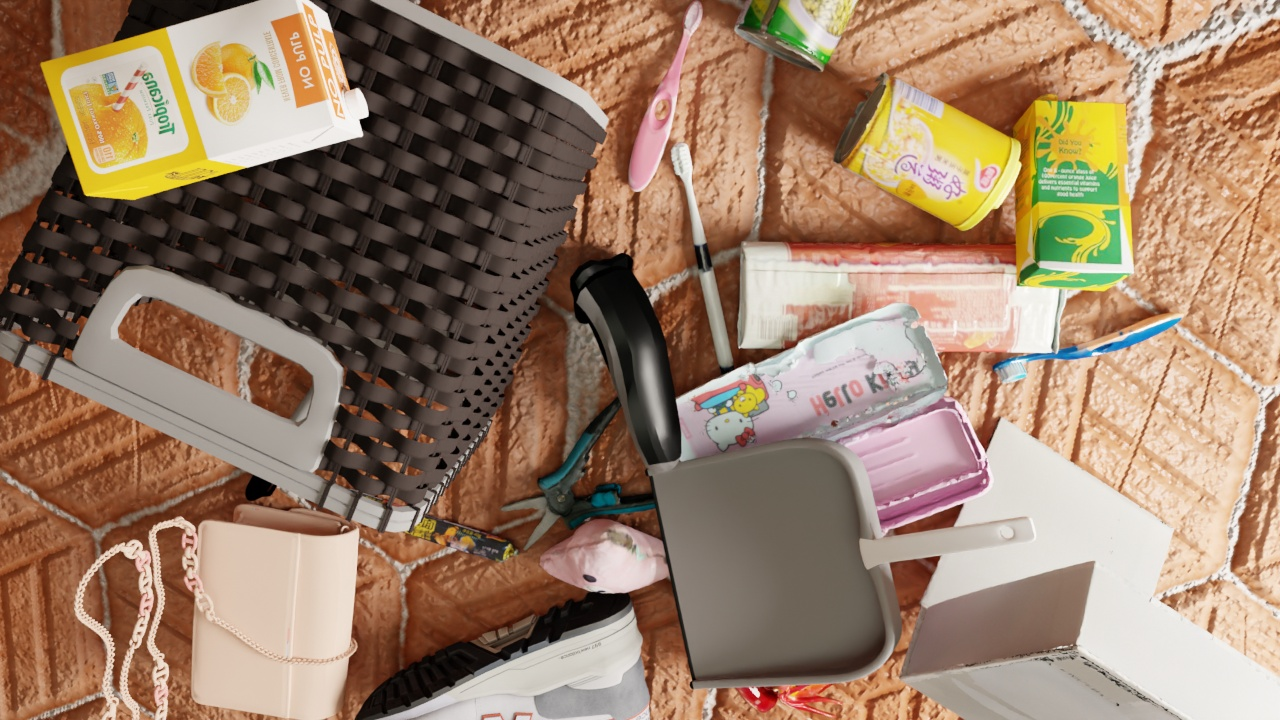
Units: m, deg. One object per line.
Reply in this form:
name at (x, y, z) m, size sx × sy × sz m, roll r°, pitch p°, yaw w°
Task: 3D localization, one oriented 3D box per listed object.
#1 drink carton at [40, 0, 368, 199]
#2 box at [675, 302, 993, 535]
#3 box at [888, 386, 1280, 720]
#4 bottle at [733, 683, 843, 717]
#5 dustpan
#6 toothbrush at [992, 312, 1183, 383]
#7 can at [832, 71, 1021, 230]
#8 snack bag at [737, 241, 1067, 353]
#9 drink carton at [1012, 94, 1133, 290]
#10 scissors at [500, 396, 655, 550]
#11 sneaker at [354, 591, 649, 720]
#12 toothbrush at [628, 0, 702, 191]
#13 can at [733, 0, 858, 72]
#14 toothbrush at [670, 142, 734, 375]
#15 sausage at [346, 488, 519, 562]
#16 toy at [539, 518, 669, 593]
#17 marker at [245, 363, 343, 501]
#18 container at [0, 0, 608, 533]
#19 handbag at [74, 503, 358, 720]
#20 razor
drink carton at (-0.191, -0.118, 0.413) m, size 0.122 × 0.040 × 0.058 m, roll -15°, pitch 97°, yaw 3°
box at (0.130, 0.060, 0.661) m, size 0.202 × 0.041 × 0.153 m, roll -24°, pitch 93°, yaw 21°
box at (0.294, 0.152, 0.691) m, size 0.167 × 0.445 × 0.165 m, roll 33°, pitch 110°, yaw -4°
bottle at (0.118, 0.209, 0.686) m, size 0.111 × 0.099 × 0.099 m, roll -40°, pitch 98°, yaw 9°
dustpan at (0.127, 0.130, 0.613) m, size 0.258 × 0.033 × 0.163 m, roll -15°, pitch 83°, yaw 26°
toothbrush at (0.322, -0.009, 0.659) m, size 0.135 × 0.021 × 0.017 m, roll -17°, pitch 61°, yaw 8°
can at (0.191, -0.138, 0.611) m, size 0.105 × 0.067 × 0.068 m, roll 27°, pitch 104°, yaw -3°
snack bag at (0.181, -0.046, 0.649) m, size 0.225 × 0.041 × 0.077 m, roll 1°, pitch 104°, yaw 2°
drink carton at (0.283, -0.111, 0.604) m, size 0.058 × 0.041 × 0.122 m, roll 3°, pitch 79°, yaw 3°
scissors at (-0.040, 0.087, 0.705) m, size 0.148 × 0.019 × 0.118 m, roll -6°, pitch 104°, yaw 7°
sneaker at (-0.096, 0.280, 0.719) m, size 0.240 × 0.088 × 0.124 m, roll -24°, pitch 98°, yaw 6°
toothbrush at (0.017, -0.182, 0.637) m, size 0.021 × 0.016 × 0.135 m, roll 19°, pitch 104°, yaw -1°
can at (0.115, -0.255, 0.587) m, size 0.067 × 0.067 × 0.121 m, roll 24°, pitch 104°, yaw -3°
toothbrush at (0.046, -0.064, 0.664) m, size 0.012 × 0.017 × 0.187 m, roll -7°, pitch 104°, yaw 26°
sausage at (-0.170, 0.131, 0.723) m, size 0.155 × 0.020 × 0.020 m, roll 18°, pitch 104°, yaw -1°
toy at (-0.031, 0.150, 0.697) m, size 0.096 × 0.099 × 0.052 m, roll -16°, pitch 60°, yaw 28°
marker at (-0.268, 0.057, 0.715) m, size 0.022 × 0.016 × 0.139 m, roll 29°, pitch 105°, yaw -36°
container at (-0.174, -0.088, 0.559) m, size 0.247 × 0.245 × 0.244 m, roll 26°, pitch 100°, yaw -3°
handbag at (-0.290, 0.215, 0.664) m, size 0.117 × 0.187 × 0.199 m, roll 9°, pitch 99°, yaw 8°
razor at (-0.004, 0.004, 0.652) m, size 0.060 × 0.057 × 0.156 m, roll -30°, pitch 82°, yaw 47°
